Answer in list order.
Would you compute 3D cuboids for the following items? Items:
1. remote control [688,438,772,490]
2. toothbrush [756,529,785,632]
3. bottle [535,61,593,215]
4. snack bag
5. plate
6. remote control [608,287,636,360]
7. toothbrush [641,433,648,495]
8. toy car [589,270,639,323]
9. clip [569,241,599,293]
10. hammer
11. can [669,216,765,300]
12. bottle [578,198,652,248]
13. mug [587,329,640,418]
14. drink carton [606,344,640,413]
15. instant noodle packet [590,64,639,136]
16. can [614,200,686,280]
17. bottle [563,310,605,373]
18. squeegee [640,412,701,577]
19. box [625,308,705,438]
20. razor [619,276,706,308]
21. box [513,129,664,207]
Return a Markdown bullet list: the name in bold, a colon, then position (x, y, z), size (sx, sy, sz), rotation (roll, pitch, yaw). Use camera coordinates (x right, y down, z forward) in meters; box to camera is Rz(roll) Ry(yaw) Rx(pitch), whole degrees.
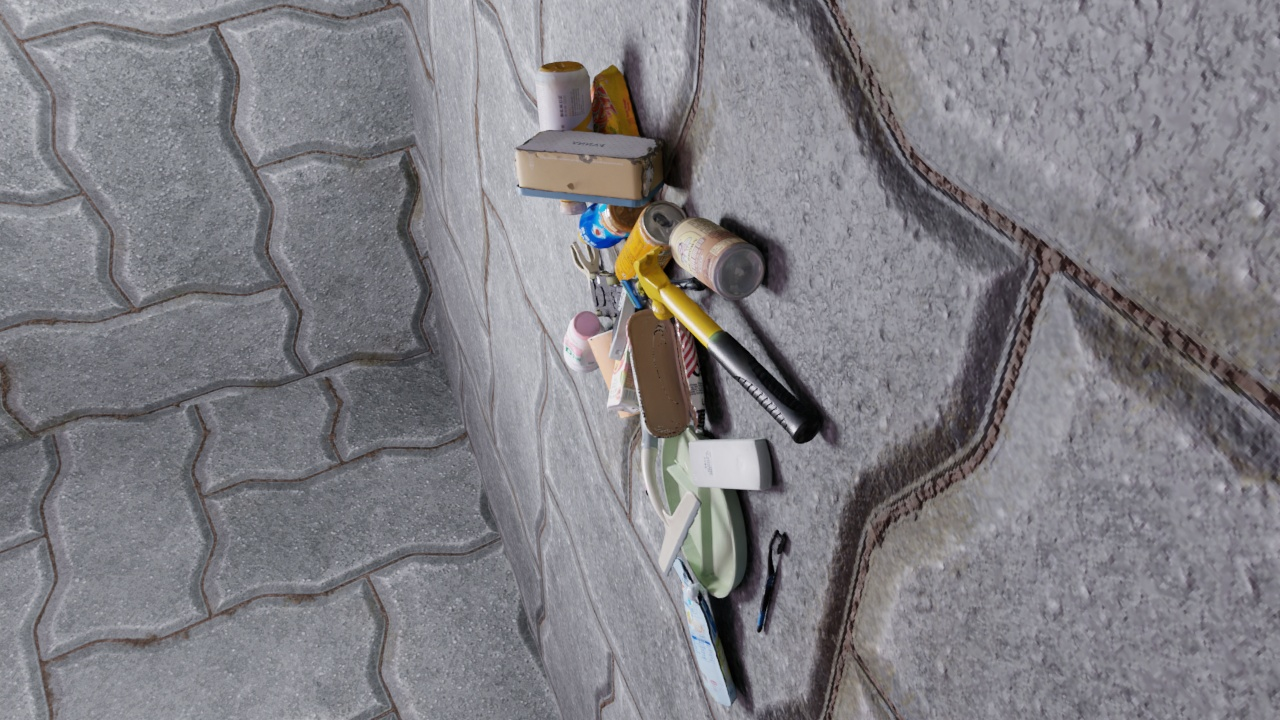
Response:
- **remote control**: position (0.100, 0.117, 1.040), size (0.135, 0.019, 0.056), rotation (-11, 85, 59)
- **toothbrush**: position (0.148, 0.259, 1.053), size (0.016, 0.014, 0.190), rotation (33, 139, 32)
- **bottle**: position (-0.093, -0.280, 1.172), size (0.068, 0.068, 0.190), rotation (-130, 31, -55)
- **snack bag**: position (0.084, 0.365, 1.245), size (0.110, 0.039, 0.191), rotation (-121, 14, -78)
- **plate**: position (0.081, 0.190, 1.184), size (0.230, 0.027, 0.230), rotation (166, 90, -72)
- **remote control**: position (-0.018, -0.073, 1.196), size (0.058, 0.021, 0.149), rotation (110, 173, -58)
- **toothbrush**: position (0.008, 0.127, 1.383), size (0.017, 0.014, 0.189), rotation (-113, 17, -58)
- **toy car**: position (-0.040, -0.095, 1.325), size (0.158, 0.042, 0.070), rotation (-154, 54, -66)
- **clip**: position (-0.075, -0.140, 1.424), size (0.100, 0.034, 0.072), rotation (66, 160, 7)
- **hammer**: position (0.081, -0.019, 0.954), size (0.300, 0.033, 0.129), rotation (48, 171, 39)
- **can**: position (0.077, -0.106, 0.938), size (0.116, 0.058, 0.058), rotation (-133, 35, -58)
- **bottle**: position (-0.044, -0.186, 1.239), size (0.219, 0.065, 0.065), rotation (173, 84, -72)
- **mug**: position (-0.019, 0.015, 1.296), size (0.078, 0.078, 0.122), rotation (161, 90, -72)
- **drink carton**: position (-0.007, 0.007, 1.225), size (0.054, 0.045, 0.122), rotation (151, 132, -69)
- **instant noodle packet**: position (-0.037, -0.298, 1.178), size (0.111, 0.044, 0.128), rotation (134, 122, -64)
- **can**: position (0.011, -0.137, 1.115), size (0.146, 0.058, 0.058), rotation (129, 126, -68)
- **bottle**: position (-0.084, -0.031, 1.412), size (0.197, 0.068, 0.068), rotation (112, 143, -77)
- **squeegee**: position (0.019, 0.125, 1.200), size (0.247, 0.039, 0.246), rotation (104, 160, -57)
- **box**: position (0.030, 0.014, 1.117), size (0.075, 0.086, 0.162), rotation (4, -107, -85)
- **razor**: position (0.032, -0.089, 1.099), size (0.143, 0.022, 0.043), rotation (-2, 127, 53)
- **box**: position (-0.066, -0.231, 1.092), size (0.184, 0.089, 0.062), rotation (9, 123, 23)
